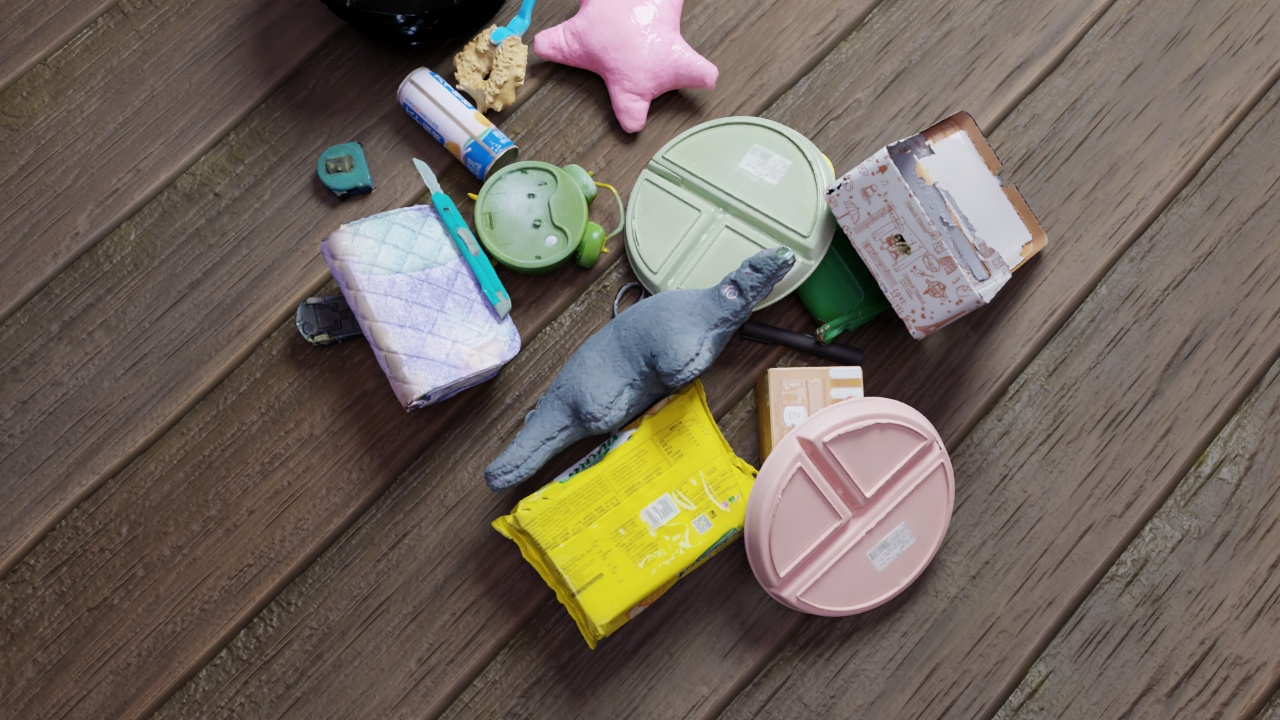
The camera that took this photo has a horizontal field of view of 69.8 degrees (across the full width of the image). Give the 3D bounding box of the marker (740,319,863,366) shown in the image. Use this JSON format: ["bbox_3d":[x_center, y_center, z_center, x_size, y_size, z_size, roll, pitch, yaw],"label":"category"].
[{"bbox_3d":[0.172,-0.018,0.975,0.132,0.020,0.022,15,67,0],"label":"marker"}]

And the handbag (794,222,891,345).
[{"bbox_3d":[0.200,-0.094,0.958,0.120,0.068,0.131,-37,92,-14],"label":"handbag"}]

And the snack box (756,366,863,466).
[{"bbox_3d":[0.171,0.059,0.931,0.094,0.077,0.092,-1,79,-3],"label":"snack box"}]

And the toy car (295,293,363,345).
[{"bbox_3d":[-0.299,-0.045,0.945,0.105,0.031,0.049,-11,78,-16],"label":"toy car"}]

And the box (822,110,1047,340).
[{"bbox_3d":[0.311,-0.146,0.941,0.261,0.088,0.178,-32,89,-51],"label":"box"}]

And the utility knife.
[{"bbox_3d":[-0.179,-0.126,0.925,0.013,0.029,0.193,-37,81,34],"label":"utility knife"}]

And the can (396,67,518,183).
[{"bbox_3d":[-0.196,-0.251,0.981,0.134,0.053,0.053,42,79,5],"label":"can"}]

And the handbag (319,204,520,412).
[{"bbox_3d":[-0.217,-0.054,0.917,0.133,0.076,0.194,-22,78,-38],"label":"handbag"}]

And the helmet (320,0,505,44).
[{"bbox_3d":[-0.240,-0.460,0.932,0.233,0.229,0.275,17,117,0],"label":"helmet"}]

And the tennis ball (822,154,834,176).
[{"bbox_3d":[0.175,-0.195,0.987,0.065,0.065,0.065,1,79,-3],"label":"tennis ball"}]

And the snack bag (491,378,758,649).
[{"bbox_3d":[0.002,0.147,0.887,0.246,0.068,0.158,-35,84,-9],"label":"snack bag"}]

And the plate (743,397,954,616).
[{"bbox_3d":[0.208,0.147,0.884,0.229,0.028,0.230,-6,108,-19],"label":"plate"}]

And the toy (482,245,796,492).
[{"bbox_3d":[-0.002,0.001,0.887,0.356,0.137,0.091,-37,101,8],"label":"toy"}]

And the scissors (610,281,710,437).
[{"bbox_3d":[-0.006,0.005,0.966,0.159,0.014,0.177,13,82,1],"label":"scissors"}]

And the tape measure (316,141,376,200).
[{"bbox_3d":[-0.316,-0.203,0.980,0.054,0.025,0.058,-17,80,-8],"label":"tape measure"}]

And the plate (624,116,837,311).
[{"bbox_3d":[0.087,-0.155,0.949,0.230,0.027,0.230,-6,71,18],"label":"plate"}]

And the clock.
[{"bbox_3d":[-0.097,-0.148,0.966,0.161,0.056,0.116,-10,80,-5],"label":"clock"}]

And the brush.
[{"bbox_3d":[-0.119,-0.380,0.975,0.083,0.045,0.255,38,104,20],"label":"brush"}]

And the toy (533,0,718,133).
[{"bbox_3d":[0.000,-0.352,0.999,0.194,0.074,0.178,38,93,1],"label":"toy"}]
